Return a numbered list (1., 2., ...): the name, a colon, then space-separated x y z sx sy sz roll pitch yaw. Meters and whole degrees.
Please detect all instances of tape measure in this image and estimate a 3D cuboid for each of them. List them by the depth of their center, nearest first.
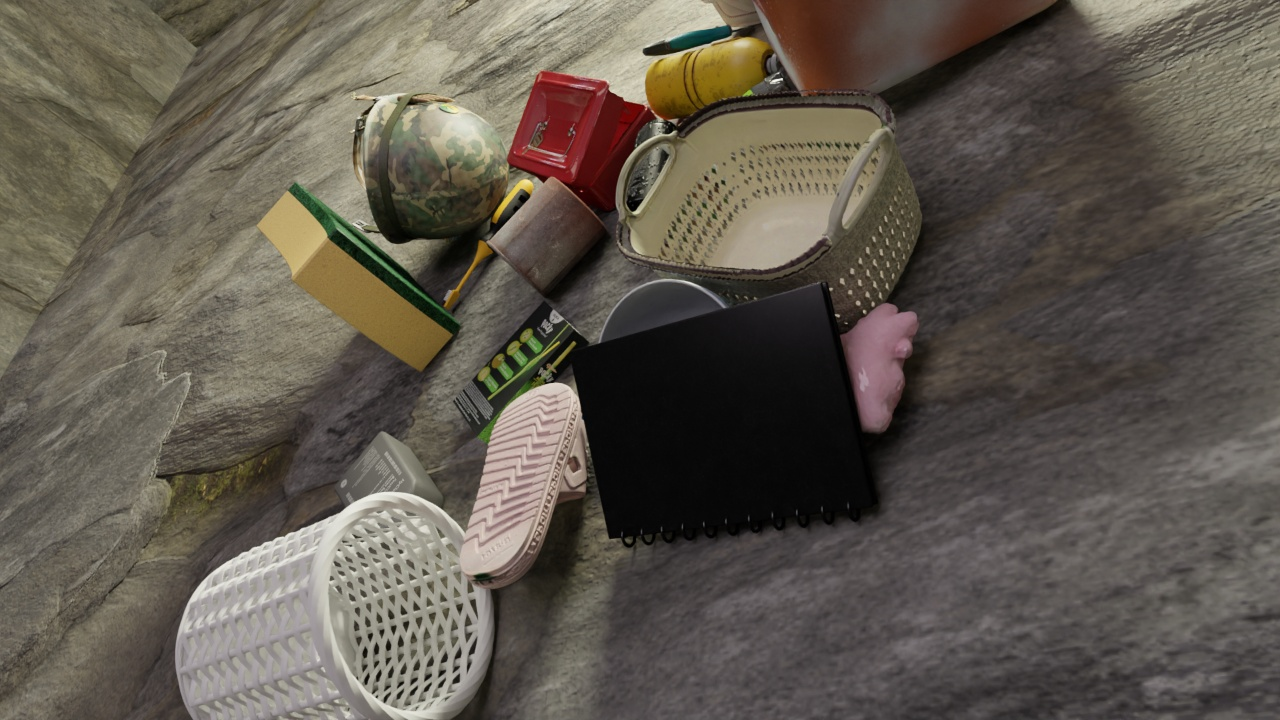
1. tape measure: 0.127 -0.247 0.923 0.066 0.058 0.035 -31 43 16

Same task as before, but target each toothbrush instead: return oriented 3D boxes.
1. toothbrush: -0.191 -0.147 1.154 0.031 0.031 0.196 22 75 35

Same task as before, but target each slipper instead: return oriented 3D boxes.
1. slipper: -0.094 0.113 0.826 0.094 0.064 0.238 -22 33 23

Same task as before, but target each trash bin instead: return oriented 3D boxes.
1. trash bin: 0.227 -0.362 0.826 0.260 0.157 0.181 -25 43 10

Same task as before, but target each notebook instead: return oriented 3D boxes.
1. notebook: 0.054 0.051 0.704 0.232 0.019 0.169 -14 86 34

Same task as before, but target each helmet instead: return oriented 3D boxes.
1. helmet: -0.285 -0.248 1.189 0.236 0.193 0.223 0 29 7

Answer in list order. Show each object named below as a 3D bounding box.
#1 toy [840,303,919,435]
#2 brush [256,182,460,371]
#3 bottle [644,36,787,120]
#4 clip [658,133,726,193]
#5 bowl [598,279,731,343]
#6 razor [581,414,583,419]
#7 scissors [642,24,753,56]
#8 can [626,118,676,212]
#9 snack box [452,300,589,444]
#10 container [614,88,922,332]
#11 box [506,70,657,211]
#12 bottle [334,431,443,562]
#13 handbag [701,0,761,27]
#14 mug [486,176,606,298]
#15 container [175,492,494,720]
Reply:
1. toy: 0.169 0.000 0.684 0.096 0.052 0.099 -55 34 3
2. brush: -0.350 -0.105 1.134 0.075 0.195 0.250 -50 39 -2
3. bottle: 0.087 -0.310 1.002 0.164 0.071 0.071 3 61 44
4. clip: 0.059 -0.196 0.951 0.040 0.101 0.054 -63 -3 -17
5. bowl: 0.043 0.004 0.762 0.144 0.074 0.144 4 98 33
6. razor: -0.005 0.005 0.869 0.042 0.022 0.143 25 67 9
7. scissors: 0.069 -0.367 1.042 0.130 0.019 0.150 -11 15 12
8. can: 0.015 -0.199 0.990 0.054 0.054 0.137 -17 48 32
9. snack box: -0.128 0.013 0.968 0.147 0.025 0.080 -48 39 0
10. container: 0.110 -0.122 0.771 0.252 0.143 0.184 14 70 47
11. box: -0.063 -0.256 1.089 0.157 0.117 0.136 31 96 47
12. bottle: -0.254 0.150 0.953 0.083 0.046 0.174 -51 39 -3
13. handbag: 0.150 -0.458 1.014 0.199 0.142 0.096 4 63 45
14. mug: -0.111 -0.144 1.031 0.110 0.096 0.123 -43 44 -3
15. container: -0.255 0.229 0.779 0.187 0.189 0.189 -24 45 28
